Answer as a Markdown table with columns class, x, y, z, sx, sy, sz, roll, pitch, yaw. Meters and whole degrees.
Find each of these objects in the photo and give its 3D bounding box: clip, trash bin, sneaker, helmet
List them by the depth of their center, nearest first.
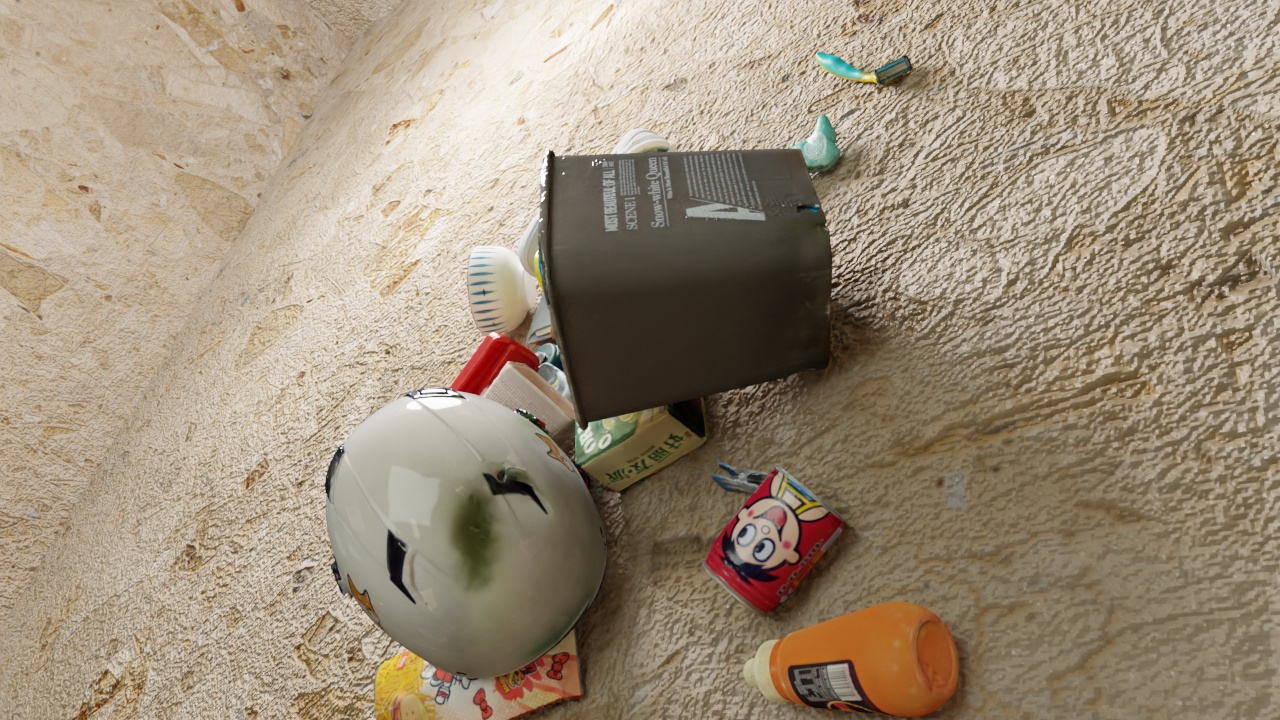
| class | x | y | z | sx | sy | sz | roll | pitch | yaw |
| --- | --- | --- | --- | --- | --- | --- | --- | --- | --- |
| clip | 0.086 | 0.100 | 0.755 | 0.058 | 0.026 | 0.037 | 3 | 53 | 47 |
| trash bin | 0.037 | -0.074 | 0.775 | 0.220 | 0.199 | 0.198 | -8 | 43 | 4 |
| helmet | -0.161 | 0.127 | 0.776 | 0.229 | 0.157 | 0.274 | -38 | 68 | -14 |
| sneaker | -0.045 | -0.186 | 1.137 | 0.242 | 0.089 | 0.091 | -46 | 37 | -4 |

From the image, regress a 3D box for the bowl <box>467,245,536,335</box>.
| class | x | y | z | sx | sy | sz | roll | pitch | yaw |
| --- | --- | --- | --- | --- | --- | --- | --- | --- | --- |
| bowl | -0.173 | -0.091 | 1.179 | 0.066 | 0.117 | 0.116 | -4 | 47 | 9 |

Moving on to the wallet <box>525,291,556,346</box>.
| class | x | y | z | sx | sy | sz | roll | pitch | yaw |
| --- | --- | --- | --- | --- | --- | --- | --- | --- | --- |
| wallet | -0.081 | -0.070 | 1.104 | 0.130 | 0.037 | 0.106 | -16 | 46 | 41 |

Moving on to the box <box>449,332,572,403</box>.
| class | x | y | z | sx | sy | sz | roll | pitch | yaw |
| --- | --- | --- | --- | --- | --- | --- | --- | --- | --- |
| box | -0.167 | 0.079 | 0.996 | 0.100 | 0.094 | 0.201 | 35 | 91 | 45 |

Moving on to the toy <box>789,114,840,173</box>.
| class | x | y | z | sx | sy | sz | roll | pitch | yaw |
| --- | --- | --- | --- | --- | --- | --- | --- | --- | --- |
| toy | 0.163 | -0.199 | 0.943 | 0.092 | 0.030 | 0.096 | -25 | 54 | 25 |

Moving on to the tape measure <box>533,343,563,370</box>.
| class | x | y | z | sx | sy | sz | roll | pitch | yaw |
| --- | --- | --- | --- | --- | --- | --- | --- | --- | --- |
| tape measure | -0.114 | 0.006 | 1.079 | 0.055 | 0.025 | 0.058 | 10 | 65 | 52 |

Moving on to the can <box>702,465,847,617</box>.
| class | x | y | z | sx | sy | sz | roll | pitch | yaw |
| --- | --- | --- | --- | --- | --- | --- | --- | --- | --- |
| can | 0.097 | 0.132 | 0.670 | 0.094 | 0.066 | 0.066 | -51 | 33 | 0 |

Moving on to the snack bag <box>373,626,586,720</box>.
| class | x | y | z | sx | sy | sz | roll | pitch | yaw |
| --- | --- | --- | --- | --- | --- | --- | --- | --- | --- |
| snack bag | -0.140 | 0.276 | 0.827 | 0.208 | 0.073 | 0.128 | -29 | 38 | 18 |

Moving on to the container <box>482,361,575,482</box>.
| class | x | y | z | sx | sy | sz | roll | pitch | yaw |
| --- | --- | --- | --- | --- | --- | --- | --- | --- | --- |
| container | -0.128 | 0.072 | 0.931 | 0.111 | 0.090 | 0.090 | -49 | -6 | 3 |

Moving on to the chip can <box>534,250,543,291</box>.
| class | x | y | z | sx | sy | sz | roll | pitch | yaw |
| --- | --- | --- | --- | --- | --- | --- | --- | --- | --- |
| chip can | -0.012 | -0.125 | 1.012 | 0.211 | 0.071 | 0.071 | -18 | 44 | 24 |

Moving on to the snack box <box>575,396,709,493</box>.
| class | x | y | z | sx | sy | sz | roll | pitch | yaw |
| --- | --- | --- | --- | --- | --- | --- | --- | --- | --- |
| snack box | -0.005 | 0.005 | 0.917 | 0.115 | 0.063 | 0.239 | -34 | 37 | 24 |

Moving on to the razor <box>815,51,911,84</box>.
| class | x | y | z | sx | sy | sz | roll | pitch | yaw |
| --- | --- | --- | --- | --- | --- | --- | --- | --- | --- |
| razor | 0.229 | -0.313 | 0.979 | 0.043 | 0.028 | 0.132 | -31 | 34 | -13 |

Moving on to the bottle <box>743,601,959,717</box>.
| class | x | y | z | sx | sy | sz | roll | pitch | yaw |
| --- | --- | --- | --- | --- | --- | --- | --- | --- | --- |
| bottle | 0.125 | 0.195 | 0.586 | 0.150 | 0.066 | 0.066 | -26 | 40 | 44 |

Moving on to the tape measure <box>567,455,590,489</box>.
| class | x | y | z | sx | sy | sz | roll | pitch | yaw |
| --- | --- | --- | --- | --- | --- | --- | --- | --- | --- |
| tape measure | -0.077 | 0.123 | 0.893 | 0.039 | 0.057 | 0.057 | -13 | 40 | 41 |

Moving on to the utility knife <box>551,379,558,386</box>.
| class | x | y | z | sx | sy | sz | roll | pitch | yaw |
| --- | --- | --- | --- | --- | --- | --- | --- | --- | --- |
| utility knife | -0.127 | 0.062 | 1.045 | 0.183 | 0.019 | 0.031 | -49 | 38 | 14 |
